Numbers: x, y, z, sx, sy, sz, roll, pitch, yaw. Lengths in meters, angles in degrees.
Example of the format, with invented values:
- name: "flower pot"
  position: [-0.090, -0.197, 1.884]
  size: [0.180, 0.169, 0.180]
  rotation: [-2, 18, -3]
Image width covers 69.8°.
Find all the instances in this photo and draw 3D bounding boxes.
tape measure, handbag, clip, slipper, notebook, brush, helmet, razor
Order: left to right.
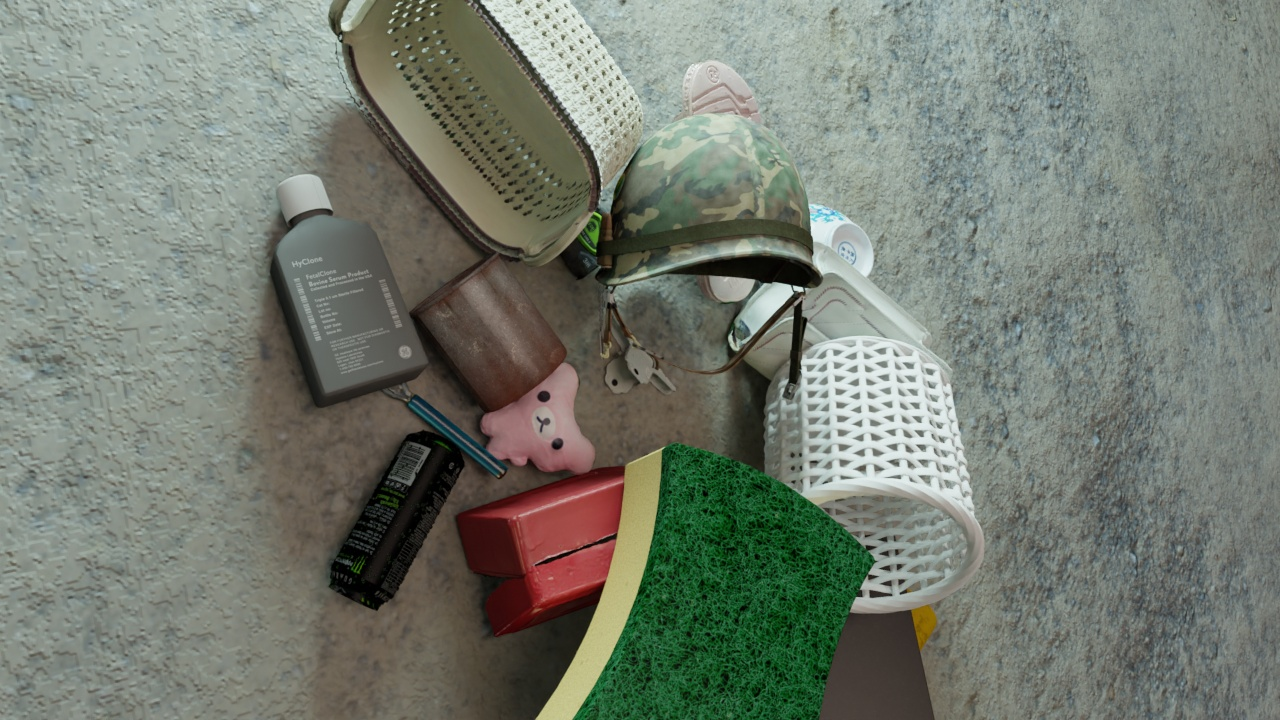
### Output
- name: "razor"
  position: [-0.167, 0.049, 0.757]
  size: [0.144, 0.022, 0.042]
  rotation: [42, 62, -11]
- name: "tape measure"
  position: [-0.055, -0.118, 0.856]
  size: [0.058, 0.036, 0.065]
  rotation: [-40, 107, -22]
- name: "clip"
  position: [-0.005, 0.005, 0.869]
  size: [0.101, 0.040, 0.054]
  rotation: [50, 47, -14]
- name: "helmet"
  position: [0.057, -0.087, 0.800]
  size: [0.192, 0.225, 0.236]
  rotation: [-1, 79, -19]
- name: "brush"
  position: [0.051, 0.206, 0.666]
  size: [0.195, 0.075, 0.249]
  rotation: [31, 60, -17]
- name: "slipper"
  position: [0.072, -0.178, 0.933]
  size: [0.094, 0.064, 0.239]
  rotation: [-15, 107, -36]
- name: "notebook"
  position: [0.192, 0.289, 0.892]
  size: [0.169, 0.019, 0.231]
  rotation: [-1, 67, -13]
- name: "handbag"
  position: [0.204, -0.009, 0.945]
  size: [0.198, 0.142, 0.096]
  rotation: [34, 23, -23]

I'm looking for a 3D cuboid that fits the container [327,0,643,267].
- name: "container"
  position: [-0.117, -0.215, 0.753]
  size: [0.251, 0.185, 0.142]
  rotation: [51, 48, -13]

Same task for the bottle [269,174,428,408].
- name: "bottle"
  position: [-0.237, -0.059, 0.712]
  size: [0.083, 0.046, 0.174]
  rotation: [-19, 84, -29]

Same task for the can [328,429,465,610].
- name: "can"
  position: [-0.188, 0.122, 0.715]
  size: [0.054, 0.054, 0.137]
  rotation: [36, 64, -23]

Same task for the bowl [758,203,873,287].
- name: "bowl"
  position: [0.203, -0.109, 0.995]
  size: [0.143, 0.074, 0.144]
  rotation: [6, 78, -32]

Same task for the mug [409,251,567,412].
- name: "mug"
  position: [-0.120, -0.030, 0.774]
  size: [0.110, 0.096, 0.122]
  rotation: [60, 32, -16]

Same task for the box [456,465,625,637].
- name: "box"
  position: [-0.053, 0.142, 0.754]
  size: [0.157, 0.136, 0.117]
  rotation: [-11, 74, -33]

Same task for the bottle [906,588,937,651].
- name: "bottle"
  position: [0.236, 0.314, 0.944]
  size: [0.163, 0.071, 0.071]
  rotation: [-44, 105, -30]

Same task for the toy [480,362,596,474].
- name: "toy"
  position: [-0.091, 0.057, 0.792]
  size: [0.095, 0.053, 0.099]
  rotation: [-12, 88, -22]

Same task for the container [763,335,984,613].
- name: "container"
  position: [0.208, 0.106, 0.858]
  size: [0.189, 0.190, 0.186]
  rotation: [35, 39, -23]
